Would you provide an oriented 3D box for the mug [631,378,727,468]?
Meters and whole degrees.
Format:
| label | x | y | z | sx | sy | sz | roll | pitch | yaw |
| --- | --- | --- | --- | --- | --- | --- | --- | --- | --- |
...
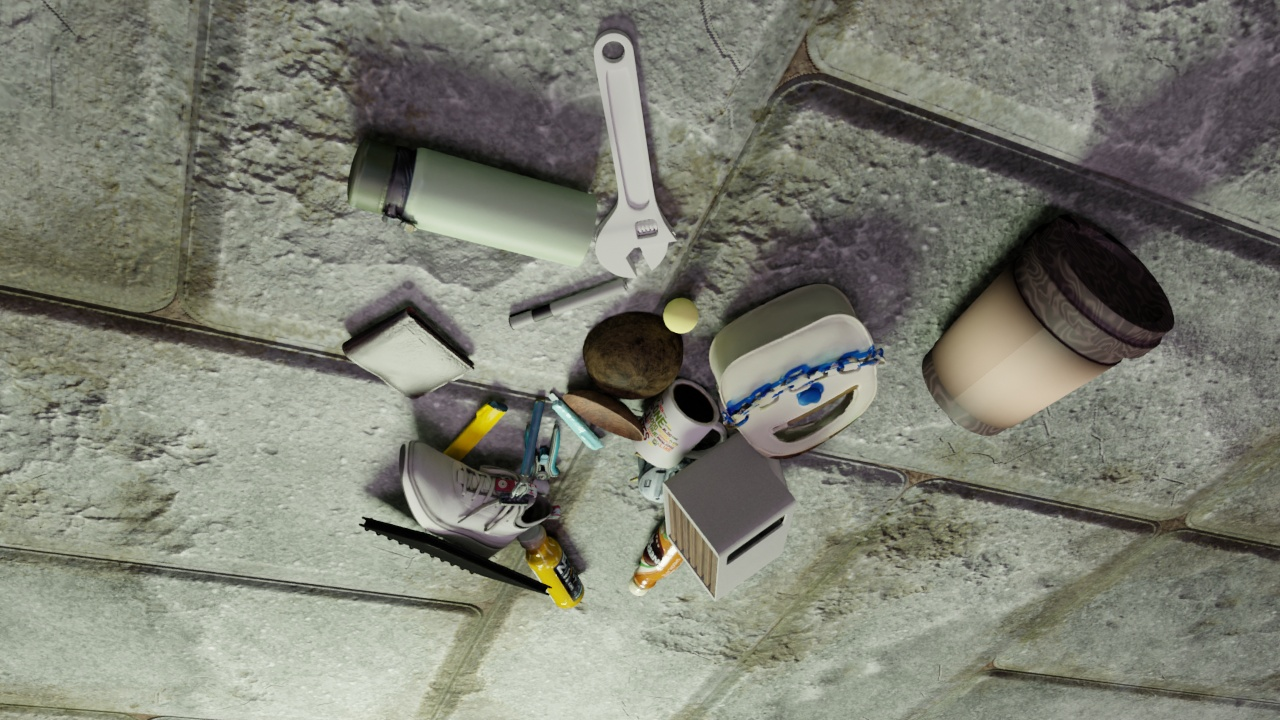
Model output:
| label | x | y | z | sx | sy | sz | roll | pitch | yaw |
| --- | --- | --- | --- | --- | --- | --- | --- | --- | --- |
| mug | 0.055 | 0.086 | 1.151 | 0.105 | 0.073 | 0.090 | 31 | 126 | -13 |

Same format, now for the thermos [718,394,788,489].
| label | x | y | z | sx | sy | sz | roll | pitch | yaw |
| --- | --- | --- | --- | --- | --- | --- | --- | --- | --- |
| thermos | 0.150 | 0.113 | 1.212 | 0.052 | 0.052 | 0.224 | -16 | 135 | 8 |

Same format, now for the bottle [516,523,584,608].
| label | x | y | z | sx | sy | sz | roll | pitch | yaw |
| --- | --- | --- | --- | --- | --- | --- | --- | --- | --- |
| bottle | -0.135 | 0.303 | 1.369 | 0.053 | 0.053 | 0.186 | -14 | 135 | 7 |

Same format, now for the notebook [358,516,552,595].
| label | x | y | z | sx | sy | sz | roll | pitch | yaw |
| --- | --- | --- | --- | --- | --- | --- | --- | --- | --- |
| notebook | -0.257 | 0.271 | 1.270 | 0.169 | 0.019 | 0.231 | 2 | 154 | 43 |

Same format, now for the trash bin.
| label | x | y | z | sx | sy | sz | roll | pitch | yaw |
| --- | --- | --- | --- | --- | --- | --- | --- | --- | --- |
| trash bin | 0.111 | 0.209 | 1.193 | 0.114 | 0.114 | 0.229 | -32 | 155 | -13 |

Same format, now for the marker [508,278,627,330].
| label | x | y | z | sx | sy | sz | roll | pitch | yaw |
| --- | --- | --- | --- | --- | --- | --- | --- | --- | --- |
| marker | -0.082 | -0.063 | 1.030 | 0.141 | 0.016 | 0.016 | -18 | 135 | 11 |

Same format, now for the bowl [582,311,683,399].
| label | x | y | z | sx | sy | sz | roll | pitch | yaw |
| --- | --- | --- | --- | --- | --- | --- | --- | --- | --- |
| bowl | -0.006 | 0.006 | 1.081 | 0.121 | 0.056 | 0.121 | -4 | 135 | -4 |

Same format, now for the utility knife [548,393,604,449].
| label | x | y | z | sx | sy | sz | roll | pitch | yaw |
| --- | --- | --- | --- | --- | --- | --- | --- | --- | --- |
| utility knife | -0.085 | 0.080 | 1.175 | 0.022 | 0.015 | 0.120 | -12 | 137 | 27 |

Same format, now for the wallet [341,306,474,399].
| label | x | y | z | sx | sy | sz | roll | pitch | yaw |
| --- | --- | --- | --- | --- | --- | --- | --- | --- | --- |
| wallet | -0.265 | -0.007 | 1.058 | 0.099 | 0.031 | 0.120 | -25 | 135 | 21 |

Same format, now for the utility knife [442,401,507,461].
| label | x | y | z | sx | sy | sz | roll | pitch | yaw |
| --- | --- | --- | --- | --- | --- | --- | --- | --- | --- |
| utility knife | -0.232 | 0.110 | 1.185 | 0.030 | 0.018 | 0.207 | 27 | 127 | -25 |

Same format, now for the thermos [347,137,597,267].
| label | x | y | z | sx | sy | sz | roll | pitch | yaw |
| --- | --- | --- | --- | --- | --- | --- | --- | --- | --- |
| thermos | -0.162 | -0.150 | 0.885 | 0.231 | 0.082 | 0.083 | 12 | 132 | -19 |

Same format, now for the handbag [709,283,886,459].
| label | x | y | z | sx | sy | sz | roll | pitch | yaw |
| --- | --- | --- | --- | --- | --- | --- | --- | --- | --- |
| handbag | 0.189 | 0.031 | 1.072 | 0.201 | 0.093 | 0.199 | -28 | 122 | 8 |

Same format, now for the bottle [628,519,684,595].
| label | x | y | z | sx | sy | sz | roll | pitch | yaw |
| --- | --- | --- | --- | --- | --- | --- | --- | --- | --- |
| bottle | 0.029 | 0.299 | 1.380 | 0.059 | 0.059 | 0.168 | 14 | 132 | -20 |

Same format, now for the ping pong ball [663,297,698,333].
| label | x | y | z | sx | sy | sz | roll | pitch | yaw |
| --- | --- | --- | --- | --- | --- | --- | --- | --- | --- |
| ping pong ball | 0.046 | -0.051 | 1.042 | 0.040 | 0.040 | 0.040 | -4 | 135 | -4 |

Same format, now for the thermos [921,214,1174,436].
| label | x | y | z | sx | sy | sz | roll | pitch | yaw |
| --- | --- | --- | --- | --- | --- | --- | --- | --- | --- |
| thermos | 0.444 | -0.027 | 1.036 | 0.172 | 0.172 | 0.227 | 16 | 137 | -22 |

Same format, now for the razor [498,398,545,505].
| label | x | y | z | sx | sy | sz | roll | pitch | yaw |
| --- | --- | --- | --- | --- | --- | --- | --- | --- | --- |
| razor | -0.141 | 0.117 | 1.152 | 0.042 | 0.022 | 0.144 | 8 | 102 | -38 |

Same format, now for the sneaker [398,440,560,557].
| label | x | y | z | sx | sy | sz | roll | pitch | yaw |
| --- | --- | --- | --- | --- | --- | --- | --- | --- | --- |
| sneaker | -0.208 | 0.172 | 1.187 | 0.129 | 0.096 | 0.263 | -22 | 142 | 13 |

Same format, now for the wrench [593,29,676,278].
| label | x | y | z | sx | sy | sz | roll | pitch | yaw |
| --- | --- | --- | --- | --- | --- | --- | --- | --- | --- |
| wrench | -0.020 | -0.193 | 0.908 | 0.087 | 0.018 | 0.274 | -9 | 134 | 4 |

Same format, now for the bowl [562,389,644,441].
| label | x | y | z | sx | sy | sz | roll | pitch | yaw |
| --- | --- | --- | --- | --- | --- | --- | --- | --- | --- |
| bowl | -0.040 | 0.060 | 1.126 | 0.114 | 0.026 | 0.102 | 17 | 159 | 35 |

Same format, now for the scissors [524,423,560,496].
| label | x | y | z | sx | sy | sz | roll | pitch | yaw |
| --- | --- | --- | --- | --- | --- | --- | --- | --- | --- |
| scissors | -0.127 | 0.132 | 1.221 | 0.148 | 0.019 | 0.132 | -33 | 129 | 23 |

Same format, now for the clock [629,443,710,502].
| label | x | y | z | sx | sy | sz | roll | pitch | yaw |
| --- | --- | --- | --- | --- | --- | --- | --- | --- | --- |
| clock | 0.053 | 0.149 | 1.236 | 0.129 | 0.052 | 0.090 | 3 | 135 | -9 |
